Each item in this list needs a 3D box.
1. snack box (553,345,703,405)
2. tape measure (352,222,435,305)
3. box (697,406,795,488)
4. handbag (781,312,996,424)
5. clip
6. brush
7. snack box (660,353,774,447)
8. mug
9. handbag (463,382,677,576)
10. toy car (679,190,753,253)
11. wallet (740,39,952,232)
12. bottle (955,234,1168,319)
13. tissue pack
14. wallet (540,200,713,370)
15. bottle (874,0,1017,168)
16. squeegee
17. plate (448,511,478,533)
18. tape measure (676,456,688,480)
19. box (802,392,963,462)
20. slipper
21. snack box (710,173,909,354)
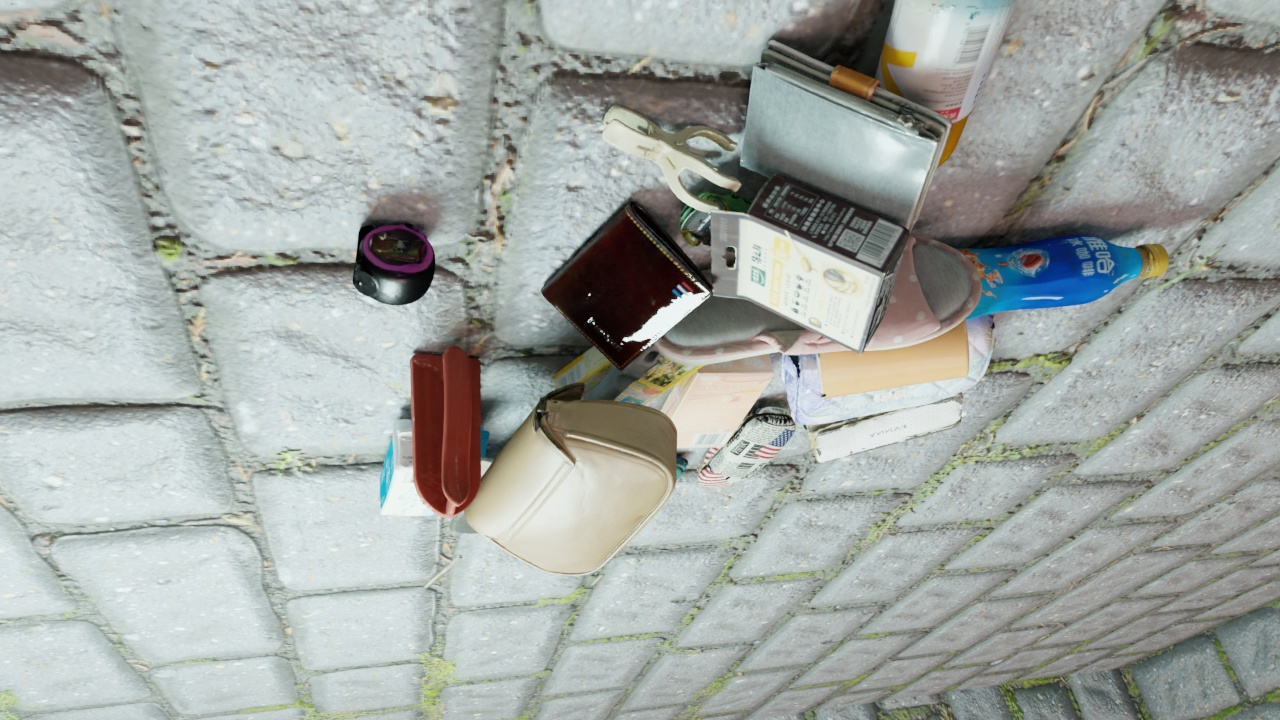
[{"bbox_3d":[-0.005,0.005,0.868,0.086,0.033,0.141,21,138,-41],"label":"snack box"},{"bbox_3d":[-0.178,-0.071,0.666,0.058,0.057,0.039,10,142,-17],"label":"tape measure"},{"bbox_3d":[0.118,0.098,1.054,0.070,0.057,0.165,-11,154,-35],"label":"box"},{"bbox_3d":[0.239,0.003,0.900,0.194,0.075,0.134,-12,148,0],"label":"handbag"},{"bbox_3d":[0.026,-0.133,0.626,0.103,0.092,0.035,1,148,-39],"label":"clip"},{"bbox_3d":[-0.168,0.064,0.800,0.063,0.145,0.069,5,159,-26],"label":"brush"},{"bbox_3d":[0.072,0.045,0.960,0.084,0.026,0.158,0,146,-18],"label":"snack box"},{"bbox_3d":[0.213,-0.009,0.785,0.123,0.078,0.078,-4,150,13],"label":"mug"},{"bbox_3d":[-0.060,0.105,0.821,0.147,0.099,0.205,24,130,-21],"label":"handbag"},{"bbox_3d":[0.071,-0.106,0.708,0.091,0.036,0.043,8,145,-35],"label":"toy car"},{"bbox_3d":[0.133,-0.147,0.607,0.130,0.036,0.107,29,151,17],"label":"wallet"},{"bbox_3d":[0.364,-0.077,0.822,0.218,0.065,0.065,-7,148,-7],"label":"bottle"},{"bbox_3d":[-0.213,0.108,0.934,0.090,0.063,0.140,3,146,-23],"label":"tissue pack"},{"bbox_3d":[-0.012,-0.056,0.732,0.096,0.020,0.123,47,129,-4],"label":"wallet"},{"bbox_3d":[0.187,-0.181,0.596,0.068,0.068,0.190,-8,149,-5],"label":"bottle"},{"bbox_3d":[-0.049,0.049,0.858,0.246,0.039,0.247,18,132,-26],"label":"squeegee"},{"bbox_3d":[-0.125,0.155,1.018,0.179,0.024,0.180,-26,164,-8],"label":"plate"},{"bbox_3d":[0.023,0.132,1.086,0.054,0.025,0.058,5,144,-26],"label":"tape measure"},{"bbox_3d":[0.257,0.056,1.010,0.184,0.059,0.090,-13,148,7],"label":"box"},{"bbox_3d":[0.138,-0.054,0.749,0.274,0.114,0.054,-7,152,5],"label":"slipper"},{"bbox_3d":[0.118,-0.069,0.662,0.126,0.053,0.113,29,158,18],"label":"snack box"}]
